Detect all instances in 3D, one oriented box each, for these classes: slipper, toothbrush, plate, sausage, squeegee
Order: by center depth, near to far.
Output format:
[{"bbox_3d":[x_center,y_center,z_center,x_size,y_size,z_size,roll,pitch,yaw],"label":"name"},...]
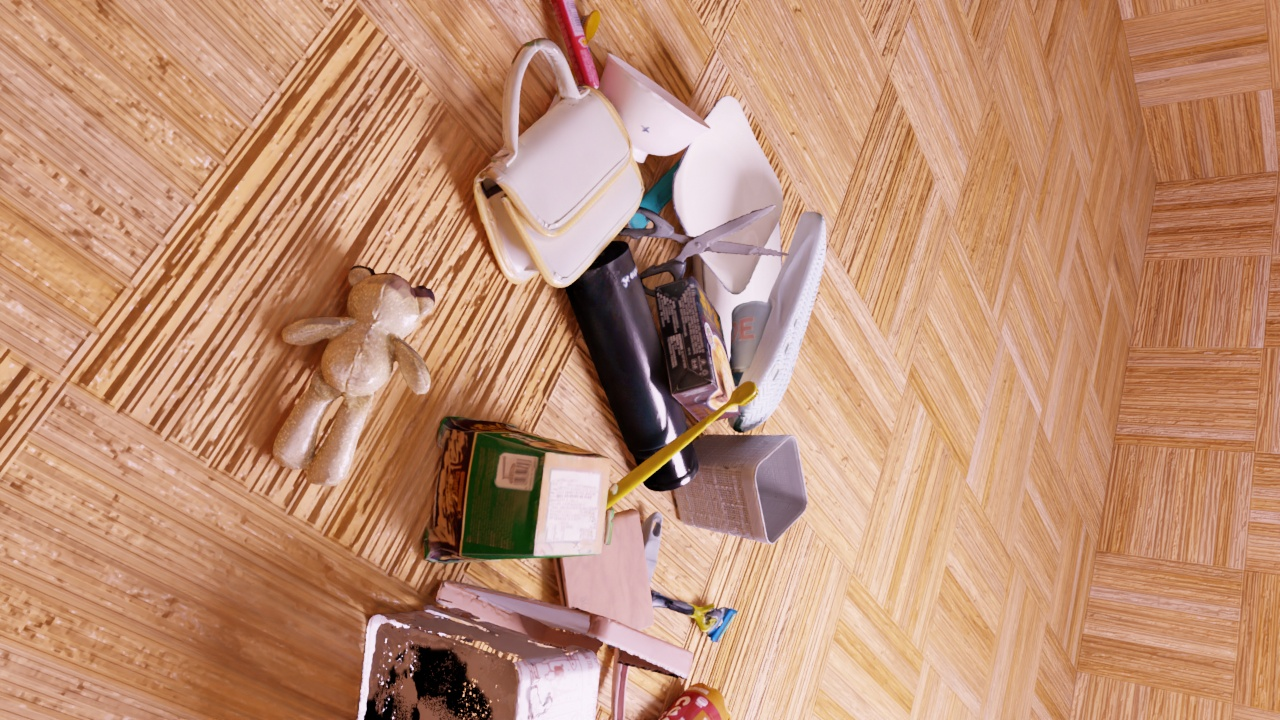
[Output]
[{"bbox_3d":[-0.066,-0.307,0.807,0.020,0.020,0.156,-28,103,-47],"label":"sausage"},{"bbox_3d":[-0.074,-0.237,0.819,0.016,0.018,0.191,38,65,-43],"label":"toothbrush"},{"bbox_3d":[0.034,0.082,0.859,0.015,0.190,0.016,56,11,27],"label":"toothbrush"},{"bbox_3d":[-0.008,0.270,0.891,0.247,0.040,0.249,22,65,-29],"label":"squeegee"},{"bbox_3d":[0.083,-0.167,0.941,0.164,0.034,0.163,52,54,-37],"label":"plate"},{"bbox_3d":[0.133,-0.044,0.961,0.104,0.074,0.245,41,68,-71],"label":"slipper"},{"bbox_3d":[0.104,-0.103,1.026,0.161,0.034,0.266,-13,101,-50],"label":"plate"}]

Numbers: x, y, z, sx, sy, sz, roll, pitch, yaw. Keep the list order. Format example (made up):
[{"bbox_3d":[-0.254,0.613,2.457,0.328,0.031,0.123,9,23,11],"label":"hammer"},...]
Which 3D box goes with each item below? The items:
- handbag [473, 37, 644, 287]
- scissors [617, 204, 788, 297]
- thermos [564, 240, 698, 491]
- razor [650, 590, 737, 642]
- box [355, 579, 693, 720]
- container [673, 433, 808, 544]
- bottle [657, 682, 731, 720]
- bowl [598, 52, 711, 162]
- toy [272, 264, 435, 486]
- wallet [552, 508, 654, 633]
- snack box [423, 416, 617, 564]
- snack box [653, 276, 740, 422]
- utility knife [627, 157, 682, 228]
[{"bbox_3d":[-0.071,-0.170,0.767,0.162,0.063,0.179,-53,137,-37],"label":"handbag"},{"bbox_3d":[0.049,-0.110,0.866,0.159,0.176,0.014,33,43,1],"label":"scissors"},{"bbox_3d":[-0.005,0.005,0.877,0.089,0.068,0.243,-71,146,-58],"label":"thermos"},{"bbox_3d":[0.047,0.266,0.976,0.142,0.022,0.042,31,89,-41],"label":"razor"},{"bbox_3d":[-0.083,0.249,0.691,0.192,0.183,0.156,14,80,-47],"label":"box"},{"bbox_3d":[0.099,0.129,0.962,0.090,0.114,0.090,-31,114,-47],"label":"container"},{"bbox_3d":[0.022,0.394,0.918,0.174,0.058,0.057,-26,110,-48],"label":"bottle"},{"bbox_3d":[0.000,-0.226,0.859,0.118,0.118,0.065,13,120,-51],"label":"bowl"},{"bbox_3d":[-0.200,0.010,0.638,0.105,0.066,0.157,22,73,-5],"label":"toy"},{"bbox_3d":[-0.034,0.202,0.850,0.101,0.020,0.115,-6,83,-43],"label":"wallet"},{"bbox_3d":[-0.091,0.109,0.732,0.117,0.106,0.118,12,81,-50],"label":"snack box"},{"bbox_3d":[0.055,-0.003,0.898,0.125,0.053,0.113,43,34,-62],"label":"snack box"},{"bbox_3d":[0.027,-0.175,0.945,0.156,0.013,0.029,-51,126,-38],"label":"utility knife"}]
